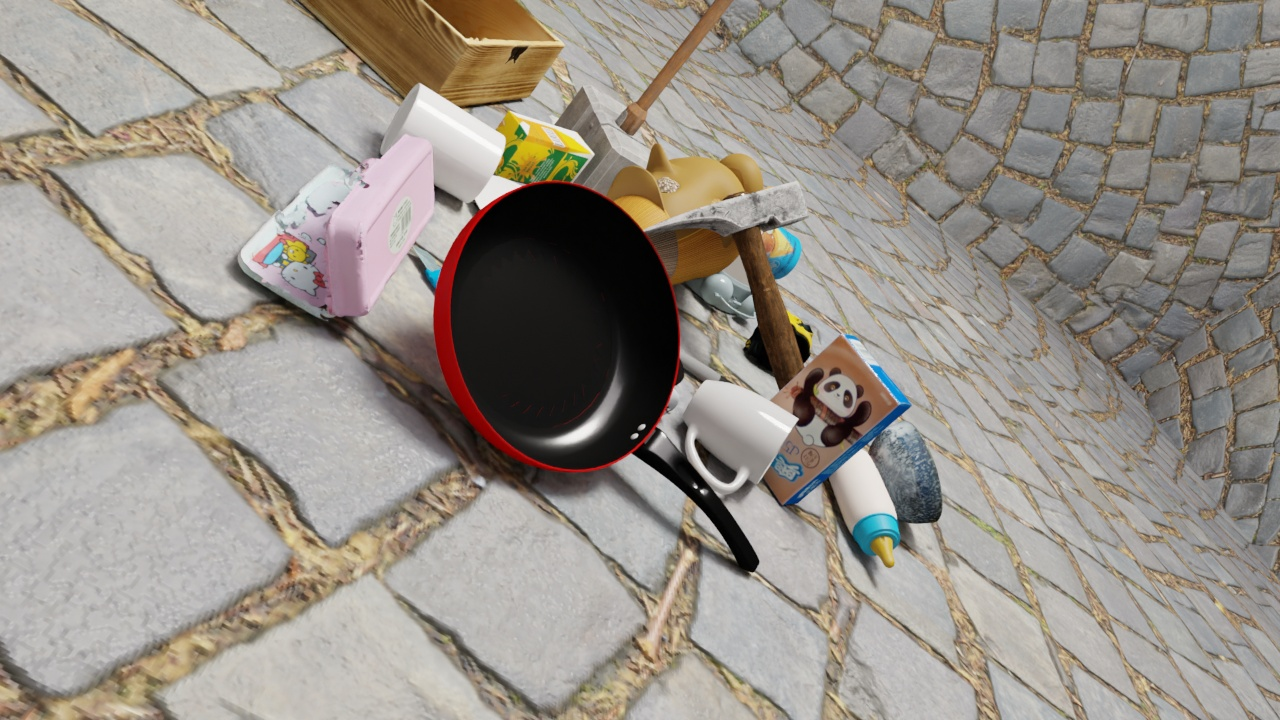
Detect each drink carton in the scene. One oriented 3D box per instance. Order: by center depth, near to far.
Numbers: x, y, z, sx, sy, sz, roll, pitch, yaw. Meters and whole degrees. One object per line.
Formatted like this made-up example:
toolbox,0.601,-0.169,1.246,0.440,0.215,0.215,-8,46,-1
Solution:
drink carton,-0.115,-0.230,1.017,0.122,0.058,0.041,-1,49,-56

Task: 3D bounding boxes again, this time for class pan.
pan,-0.017,0.033,0.695,0.208,0.067,0.356,-50,117,-34

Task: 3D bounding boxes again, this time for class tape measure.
tape measure,0.165,-0.021,1.077,0.072,0.072,0.042,22,27,-24

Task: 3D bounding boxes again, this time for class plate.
plate,-0.115,-0.137,0.927,0.134,0.011,0.134,33,27,-19

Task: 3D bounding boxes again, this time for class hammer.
hammer,0.108,-0.016,0.925,0.217,0.037,0.300,-19,93,-25
hammer,0.029,-0.336,1.084,0.082,0.318,0.162,22,32,-37

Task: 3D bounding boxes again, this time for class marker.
marker,0.059,0.009,0.946,0.138,0.016,0.022,32,-4,-19

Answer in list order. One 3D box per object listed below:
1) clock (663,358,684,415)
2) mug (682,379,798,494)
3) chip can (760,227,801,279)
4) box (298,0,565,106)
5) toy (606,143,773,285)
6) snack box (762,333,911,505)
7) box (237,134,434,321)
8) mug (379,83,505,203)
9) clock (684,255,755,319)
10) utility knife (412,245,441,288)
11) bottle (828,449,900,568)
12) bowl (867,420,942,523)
clock,-0.005,0.005,0.834,0.094,0.035,0.122,26,30,-30
mug,0.078,0.070,0.827,0.089,0.071,0.107,32,53,11
chip can,0.120,-0.190,1.275,0.229,0.080,0.079,26,30,-31
box,-0.222,-0.453,1.045,0.257,0.216,0.278,41,27,1
toy,0.029,-0.153,0.997,0.202,0.199,0.162,-33,114,-43
snack box,0.168,0.057,0.863,0.034,0.152,0.087,8,42,-52
box,-0.221,-0.104,0.679,0.095,0.088,0.201,4,31,0
mug,-0.191,-0.206,0.871,0.090,0.074,0.110,28,3,-28
clock,0.099,-0.108,1.150,0.122,0.045,0.159,20,32,-38
utility knife,-0.134,-0.030,0.729,0.173,0.015,0.031,50,22,19
bottle,0.228,0.151,0.920,0.051,0.051,0.146,29,28,-26
bowl,0.275,0.127,0.998,0.114,0.061,0.114,165,-88,-87
